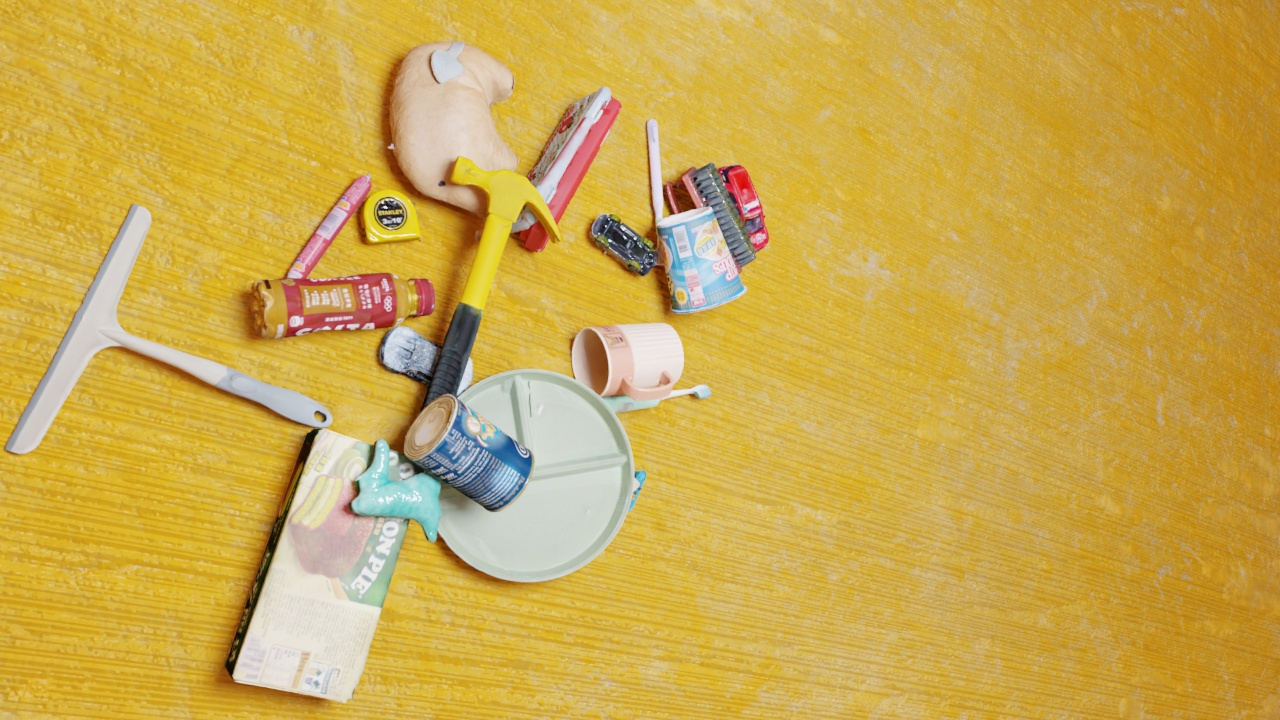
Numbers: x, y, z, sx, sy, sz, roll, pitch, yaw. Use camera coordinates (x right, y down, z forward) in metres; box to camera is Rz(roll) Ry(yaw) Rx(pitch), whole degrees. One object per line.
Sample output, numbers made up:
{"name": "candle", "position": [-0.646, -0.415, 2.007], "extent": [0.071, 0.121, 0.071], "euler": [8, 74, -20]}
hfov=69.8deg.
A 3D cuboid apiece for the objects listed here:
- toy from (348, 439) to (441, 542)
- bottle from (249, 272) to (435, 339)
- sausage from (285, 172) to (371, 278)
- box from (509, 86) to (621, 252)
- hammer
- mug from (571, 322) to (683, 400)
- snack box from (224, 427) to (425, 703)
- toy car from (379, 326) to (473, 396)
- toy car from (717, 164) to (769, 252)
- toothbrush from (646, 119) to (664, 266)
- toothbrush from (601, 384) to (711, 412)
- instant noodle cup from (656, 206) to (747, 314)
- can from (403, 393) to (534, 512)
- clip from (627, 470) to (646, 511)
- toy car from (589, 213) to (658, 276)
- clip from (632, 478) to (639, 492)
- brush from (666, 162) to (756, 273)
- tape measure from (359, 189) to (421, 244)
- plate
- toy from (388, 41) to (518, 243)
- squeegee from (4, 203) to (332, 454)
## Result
{"name": "toy", "position": [-0.234, 0.125, 0.882], "extent": [0.091, 0.030, 0.096], "euler": [9, 74, -35]}
{"name": "bottle", "position": [-0.294, -0.058, 0.921], "extent": [0.174, 0.058, 0.057], "euler": [-8, 88, -36]}
{"name": "sausage", "position": [-0.320, -0.133, 0.941], "extent": [0.020, 0.020, 0.155], "euler": [37, 68, -22]}
{"name": "box", "position": [-0.093, -0.227, 1.048], "extent": [0.068, 0.091, 0.201], "euler": [30, 70, -8]}
{"name": "hammer", "position": [-0.176, -0.053, 0.952], "extent": [0.128, 0.033, 0.300], "euler": [19, 87, -18]}
{"name": "mug", "position": [-0.006, 0.006, 1.059], "extent": [0.105, 0.114, 0.082], "euler": [-7, 126, -33]}
{"name": "snack box", "position": [-0.301, 0.195, 0.887], "extent": [0.114, 0.063, 0.239], "euler": [22, 73, -27]}
{"name": "toy car", "position": [-0.224, 0.002, 0.975], "extent": [0.105, 0.031, 0.049], "euler": [27, 73, -27]}
{"name": "toy car", "position": [0.132, -0.198, 1.202], "extent": [0.052, 0.045, 0.120], "euler": [-27, 100, -29]}
{"name": "toothbrush", "position": [0.020, -0.212, 1.152], "extent": [0.029, 0.021, 0.189], "euler": [1, 82, -29]}
{"name": "toothbrush", "position": [-0.010, 0.047, 1.098], "extent": [0.224, 0.027, 0.027], "euler": [-7, 45, -31]}
{"name": "instant noodle cup", "position": [0.067, -0.124, 1.111], "extent": [0.099, 0.099, 0.110], "euler": [-27, 108, -30]}
{"name": "can", "position": [-0.170, 0.092, 0.912], "extent": [0.111, 0.075, 0.075], "euler": [41, 65, -33]}
{"name": "clip", "position": [-0.010, 0.154, 1.088], "extent": [0.014, 0.041, 0.056], "euler": [38, 64, -24]}
{"name": "toy car", "position": [-0.023, -0.139, 1.108], "extent": [0.090, 0.035, 0.042], "euler": [36, 66, -20]}
{"name": "clip", "position": [-0.047, 0.116, 1.065], "extent": [0.034, 0.064, 0.098], "euler": [-43, 98, -29]}
{"name": "brush", "position": [0.090, -0.173, 1.161], "extent": [0.146, 0.069, 0.063], "euler": [61, 21, -13]}
{"name": "tape measure", "position": [-0.267, -0.150, 0.968], "extent": [0.059, 0.029, 0.057], "euler": [-11, 91, -31]}
{"name": "plate", "position": [-0.120, 0.123, 0.998], "extent": [0.230, 0.027, 0.230], "euler": [2, 81, -16]}
{"name": "toy", "position": [-0.199, -0.230, 0.989], "extent": [0.143, 0.083, 0.226], "euler": [-3, 88, -19]}
{"name": "squeegee", "position": [-0.404, 0.013, 0.862], "extent": [0.246, 0.039, 0.246], "euler": [27, 72, -26]}
